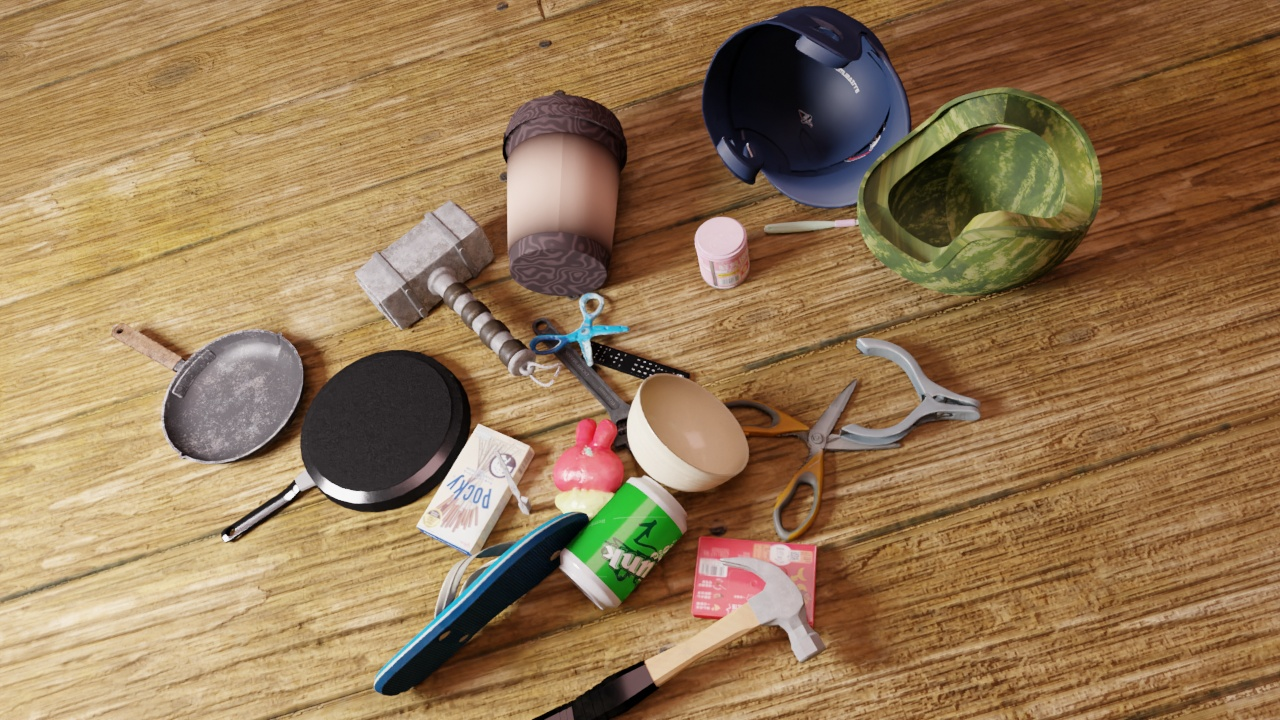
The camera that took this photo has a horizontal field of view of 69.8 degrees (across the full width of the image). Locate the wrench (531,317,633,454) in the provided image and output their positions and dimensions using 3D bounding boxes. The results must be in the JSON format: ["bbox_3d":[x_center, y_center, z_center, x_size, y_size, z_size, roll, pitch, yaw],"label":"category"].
[{"bbox_3d":[-0.057,0.031,1.175,0.073,0.018,0.273,-36,60,-14],"label":"wrench"}]

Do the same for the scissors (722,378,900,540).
[{"bbox_3d":[0.189,0.109,1.083,0.225,0.016,0.229,7,62,13],"label":"scissors"}]

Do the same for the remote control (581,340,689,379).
[{"bbox_3d":[-0.007,0.007,1.174,0.140,0.009,0.030,18,52,15],"label":"remote control"}]

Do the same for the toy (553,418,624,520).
[{"bbox_3d":[-0.061,0.132,1.101,0.092,0.045,0.135,-5,65,22],"label":"toy"}]

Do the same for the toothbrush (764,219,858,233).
[{"bbox_3d":[0.244,-0.182,1.233,0.155,0.015,0.022,-3,93,9],"label":"toothbrush"}]

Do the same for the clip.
[{"bbox_3d":[0.297,0.035,1.091,0.164,0.032,0.165,-27,61,-9],"label":"clip"}]

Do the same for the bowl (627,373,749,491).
[{"bbox_3d":[0.043,0.095,1.060,0.075,0.150,0.150,-51,54,32],"label":"bowl"}]

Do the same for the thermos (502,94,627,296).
[{"bbox_3d":[-0.106,-0.216,1.239,0.173,0.173,0.225,-3,66,9],"label":"thermos"}]

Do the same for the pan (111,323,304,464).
[{"bbox_3d":[-0.614,0.024,1.279,0.357,0.040,0.207,24,69,23],"label":"pan"}]

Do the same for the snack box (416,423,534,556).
[{"bbox_3d":[-0.201,0.158,1.128,0.082,0.026,0.149,20,66,20],"label":"snack box"}]

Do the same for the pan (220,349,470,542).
[{"bbox_3d":[-0.387,0.122,1.181,0.356,0.034,0.225,-34,61,-9],"label":"pan"}]

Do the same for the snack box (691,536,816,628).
[{"bbox_3d":[0.127,0.245,1.016,0.133,0.021,0.089,2,62,12],"label":"snack box"}]

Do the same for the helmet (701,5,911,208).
[{"bbox_3d":[0.236,-0.332,1.207,0.272,0.233,0.222,51,42,11],"label":"helmet"}]

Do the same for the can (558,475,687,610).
[{"bbox_3d":[-0.019,0.204,1.030,0.088,0.088,0.139,37,74,26],"label":"can"}]

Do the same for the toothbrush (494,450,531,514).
[{"bbox_3d":[-0.143,0.136,1.038,0.010,0.182,0.010,13,62,12],"label":"toothbrush"}]

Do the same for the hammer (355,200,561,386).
[{"bbox_3d":[-0.224,-0.064,1.218,0.176,0.079,0.326,-41,60,-12],"label":"hammer"}]

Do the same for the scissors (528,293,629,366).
[{"bbox_3d":[-0.083,-0.038,1.205,0.140,0.011,0.133,-14,48,1],"label":"scissors"}]

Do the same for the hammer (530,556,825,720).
[{"bbox_3d":[0.025,0.324,0.970,0.328,0.039,0.131,-30,65,0],"label":"hammer"}]

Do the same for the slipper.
[{"bbox_3d":[-0.184,0.255,1.022,0.294,0.118,0.060,-41,69,-7],"label":"slipper"}]

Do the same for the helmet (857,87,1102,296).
[{"bbox_3d":[0.392,-0.184,1.076,0.243,0.248,0.213,7,78,-30],"label":"helmet"}]

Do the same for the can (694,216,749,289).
[{"bbox_3d":[0.108,-0.141,1.201,0.067,0.076,0.067,-5,61,8],"label":"can"}]
